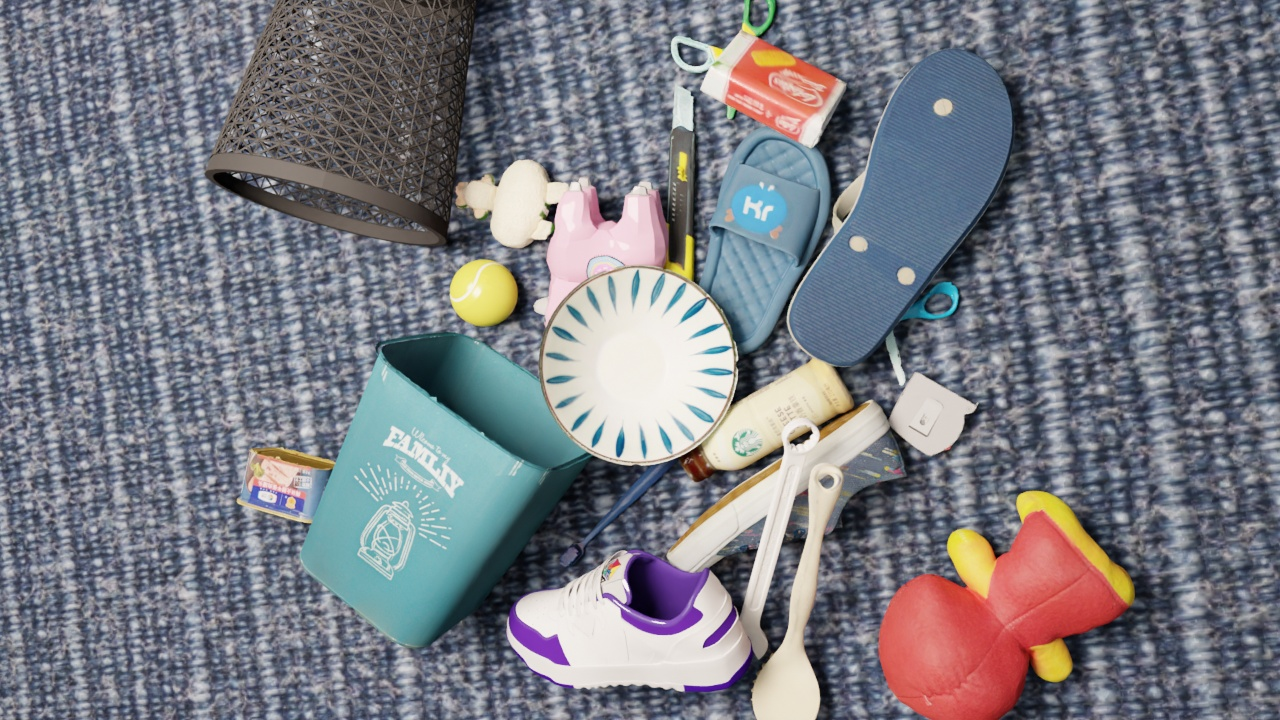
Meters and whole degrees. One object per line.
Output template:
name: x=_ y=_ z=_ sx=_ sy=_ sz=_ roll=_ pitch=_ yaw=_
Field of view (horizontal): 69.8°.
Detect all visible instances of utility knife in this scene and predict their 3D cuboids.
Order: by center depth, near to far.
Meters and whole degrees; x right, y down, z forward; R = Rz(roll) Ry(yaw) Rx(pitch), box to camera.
utility knife: x=0.038 y=-0.163 z=0.874 sx=0.029 sy=0.020 sz=0.203 roll=1 pitch=89 yaw=12

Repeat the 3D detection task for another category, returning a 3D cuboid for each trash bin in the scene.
trash bin: x=-0.178 y=0.118 z=0.844 sx=0.196 sy=0.199 sz=0.219 roll=34 pitch=104 yaw=12
trash bin: x=-0.261 y=-0.256 z=0.860 sx=0.217 sy=0.217 sz=0.243 roll=12 pitch=86 yaw=14

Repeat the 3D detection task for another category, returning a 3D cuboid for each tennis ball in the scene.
tennis ball: x=-0.153 y=-0.066 z=0.895 sx=0.065 sy=0.065 sz=0.065 roll=0 pitch=89 yaw=14

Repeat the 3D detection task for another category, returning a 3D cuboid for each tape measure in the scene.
tape measure: x=0.257 y=0.049 z=0.816 sx=0.060 sy=0.020 sz=0.062 roll=31 pitch=97 yaw=12

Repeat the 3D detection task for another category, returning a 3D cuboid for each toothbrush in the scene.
toothbrush: x=-0.012 y=0.133 z=0.883 sx=0.190 sy=0.017 sz=0.016 roll=-46 pitch=80 yaw=9

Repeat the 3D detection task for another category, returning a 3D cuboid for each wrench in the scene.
wrench: x=0.110 y=0.166 z=0.793 sx=0.047 sy=0.009 sz=0.274 roll=3 pitch=119 yaw=-13

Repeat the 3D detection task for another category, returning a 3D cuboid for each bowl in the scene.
bowl: x=-0.005 y=0.005 z=0.840 sx=0.177 sy=0.071 sz=0.177 roll=0 pitch=88 yaw=-7

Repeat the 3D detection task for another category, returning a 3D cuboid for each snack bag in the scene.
snack bag: x=0.121 y=-0.244 z=0.821 sx=0.116 sy=0.036 sz=0.076 roll=29 pitch=53 yaw=6

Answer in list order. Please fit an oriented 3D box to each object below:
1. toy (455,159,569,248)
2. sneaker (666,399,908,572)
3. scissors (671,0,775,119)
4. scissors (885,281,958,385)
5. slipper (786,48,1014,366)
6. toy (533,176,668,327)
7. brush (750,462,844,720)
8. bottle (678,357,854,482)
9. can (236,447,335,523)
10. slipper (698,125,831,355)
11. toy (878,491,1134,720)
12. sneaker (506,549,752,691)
toy: x=-0.121 y=-0.154 z=0.896 sx=0.112 sy=0.050 sz=0.087 roll=10 pitch=87 yaw=22
sneaker: x=0.132 y=0.132 z=0.816 sx=0.236 sy=0.087 sz=0.079 roll=-36 pitch=87 yaw=8
scissors: x=0.088 y=-0.291 z=0.865 sx=0.131 sy=0.011 sz=0.125 roll=9 pitch=92 yaw=11
scissors: x=0.219 y=-0.044 z=0.832 sx=0.127 sy=0.014 sz=0.133 roll=-38 pitch=85 yaw=15
slipper: x=0.229 y=-0.127 z=0.806 sx=0.118 sy=0.060 sz=0.295 roll=31 pitch=92 yaw=9
toy: x=-0.038 y=-0.090 z=0.862 sx=0.123 sy=0.067 sz=0.158 roll=6 pitch=108 yaw=6
brush: x=0.139 y=0.209 z=0.789 sx=0.062 sy=0.077 sz=0.273 roll=4 pitch=112 yaw=-5
bottle: x=0.110 y=0.057 z=0.834 sx=0.162 sy=0.056 sz=0.056 roll=-31 pitch=82 yaw=12
can: x=-0.363 y=0.128 z=0.952 sx=0.100 sy=0.054 sz=0.059 roll=11 pitch=91 yaw=13
slipper: x=0.109 y=-0.107 z=0.835 sx=0.104 sy=0.059 sz=0.214 roll=17 pitch=95 yaw=11
toy: x=0.297 y=0.216 z=0.769 sx=0.216 sy=0.098 sz=0.147 roll=-41 pitch=73 yaw=5
sneaker: x=-0.027 y=0.221 z=0.815 sx=0.245 sy=0.091 sz=0.111 roll=-3 pitch=117 yaw=27
